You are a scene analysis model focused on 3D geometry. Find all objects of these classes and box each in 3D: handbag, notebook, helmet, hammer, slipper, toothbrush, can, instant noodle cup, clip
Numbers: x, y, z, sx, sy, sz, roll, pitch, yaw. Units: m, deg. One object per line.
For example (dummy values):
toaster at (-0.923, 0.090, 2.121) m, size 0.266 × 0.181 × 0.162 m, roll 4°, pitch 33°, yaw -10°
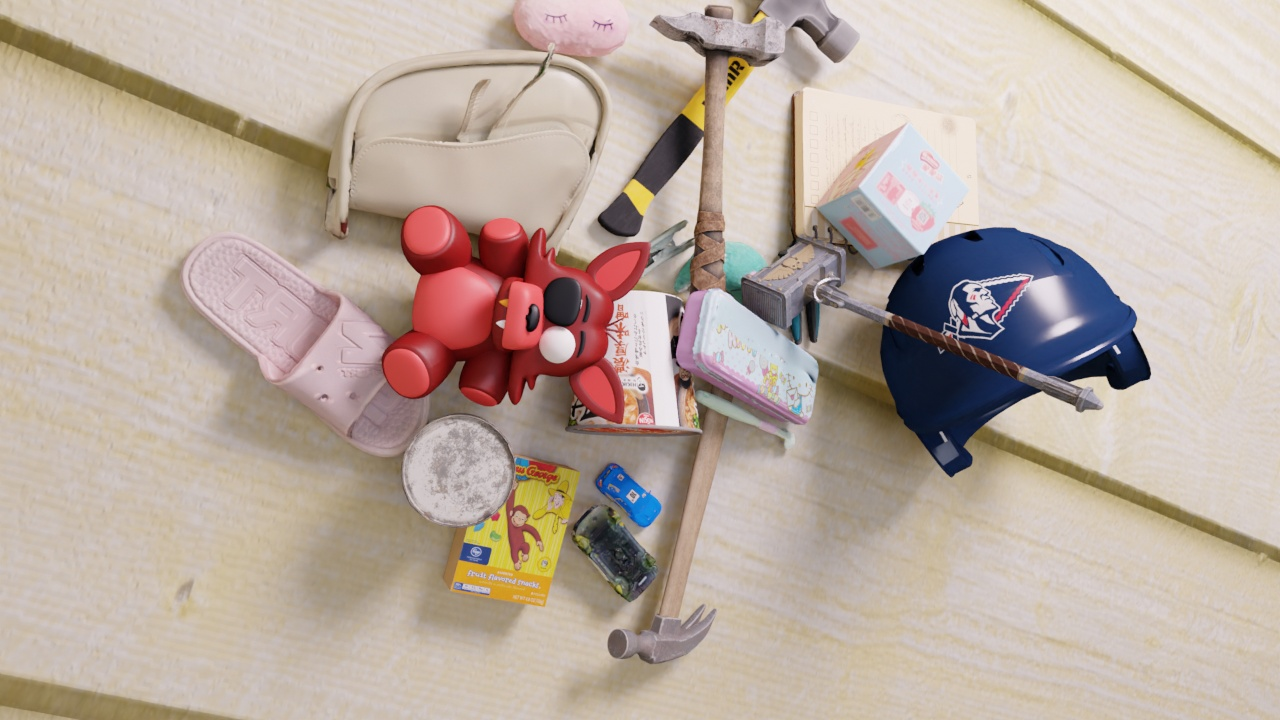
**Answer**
handbag at (-0.139, -0.177, 0.772) m, size 0.229 × 0.132 × 0.184 m, roll 7°, pitch 97°, yaw -20°
notebook at (0.263, -0.190, 0.966) m, size 0.225 × 0.024 × 0.167 m, roll 3°, pitch 84°, yaw -21°
helmet at (0.345, -0.018, 0.888) m, size 0.233 × 0.271 × 0.223 m, roll -31°, pitch 99°, yaw 15°
hammer at (0.065, -0.166, 0.856) m, size 0.121 × 0.049 × 0.319 m, roll 1°, pitch 96°, yaw -12°
slipper at (-0.268, -0.014, 0.757) m, size 0.239 × 0.064 × 0.094 m, roll 43°, pitch 77°, yaw -16°
hammer at (0.053, 0.129, 0.894) m, size 0.119 × 0.031 × 0.331 m, roll 19°, pitch 81°, yaw -43°
toothbrush at (0.104, 0.057, 0.903) m, size 0.154 × 0.015 × 0.022 m, roll 27°, pitch 52°, yaw -41°
hammer at (0.242, -0.026, 0.803) m, size 0.098 × 0.322 × 0.044 m, roll -36°, pitch 136°, yaw -29°
can at (-0.150, 0.089, 0.761) m, size 0.090 × 0.075 × 0.090 m, roll 0°, pitch 88°, yaw -11°
instant noodle cup at (-0.005, 0.005, 0.837) m, size 0.123 × 0.124 × 0.121 m, roll 4°, pitch 81°, yaw -21°
hammer at (0.063, -0.253, 0.888) m, size 0.170 × 0.034 × 0.324 m, roll 38°, pitch 82°, yaw -10°
clip at (0.020, -0.108, 0.887) m, size 0.076 × 0.023 × 0.044 m, roll -33°, pitch 105°, yaw -15°

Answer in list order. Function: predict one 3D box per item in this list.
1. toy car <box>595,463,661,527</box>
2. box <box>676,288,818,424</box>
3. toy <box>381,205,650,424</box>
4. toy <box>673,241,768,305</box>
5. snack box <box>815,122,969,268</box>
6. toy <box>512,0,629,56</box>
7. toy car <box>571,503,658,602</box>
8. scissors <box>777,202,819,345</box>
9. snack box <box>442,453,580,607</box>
toy car at (-0.008, 0.126, 0.864) m, size 0.092 × 0.062 × 0.033 m, roll 44°, pitch 77°, yaw -17°
box at (0.108, 0.002, 0.865) m, size 0.214 × 0.033 × 0.076 m, roll 28°, pitch 71°, yaw -49°
toy at (-0.101, -0.037, 0.755) m, size 0.197 × 0.120 × 0.158 m, roll 9°, pitch 91°, yaw 3°
toy at (0.092, -0.074, 0.912) m, size 0.105 × 0.033 × 0.085 m, roll 41°, pitch 89°, yaw -19°
snack box at (0.246, -0.159, 0.899) m, size 0.093 × 0.080 × 0.094 m, roll 42°, pitch 73°, yaw -12°
toy at (-0.065, -0.327, 0.832) m, size 0.108 × 0.053 × 0.105 m, roll -7°, pitch 80°, yaw -20°
toy car at (-0.026, 0.181, 0.873) m, size 0.048 × 0.033 × 0.105 m, roll -44°, pitch 116°, yaw -19°
scissors at (0.160, -0.089, 0.943) m, size 0.138 × 0.019 × 0.136 m, roll -47°, pitch 108°, yaw -13°
snack box at (-0.117, 0.150, 0.834) m, size 0.088 × 0.040 × 0.125 m, roll 16°, pitch 87°, yaw -21°
